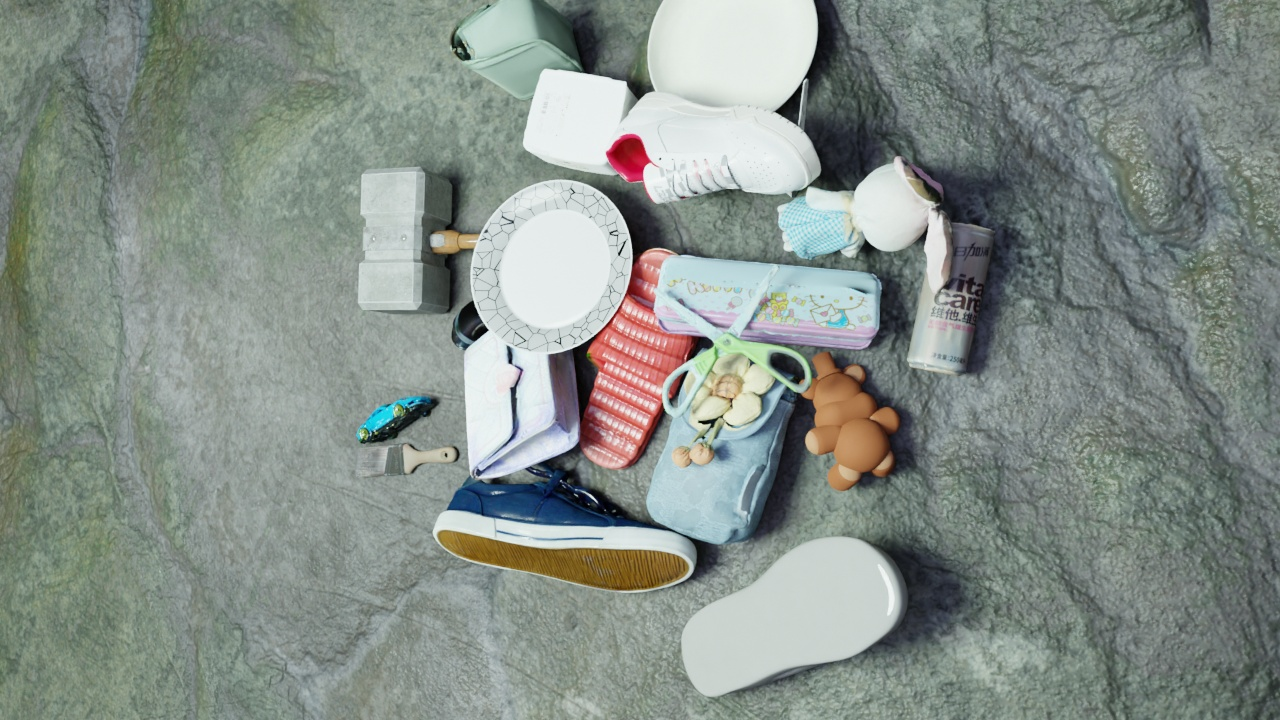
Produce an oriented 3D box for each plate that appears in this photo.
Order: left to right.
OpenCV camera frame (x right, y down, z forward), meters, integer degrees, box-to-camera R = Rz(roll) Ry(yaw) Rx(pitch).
[{"bbox_3d":[-0.095,-0.099,0.980,0.189,0.016,0.188,-4,80,20],"label":"plate"},{"bbox_3d":[0.097,-0.326,0.951,0.183,0.034,0.182,-1,88,24],"label":"plate"}]

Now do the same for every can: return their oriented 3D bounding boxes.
[{"bbox_3d":[0.286,-0.056,0.847,0.054,0.054,0.135,13,94,24],"label":"can"}]

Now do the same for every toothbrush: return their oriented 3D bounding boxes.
[{"bbox_3d":[0.145,-0.205,0.854,0.010,0.182,0.010,-42,70,-11],"label":"toothbrush"}]

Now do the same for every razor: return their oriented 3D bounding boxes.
[{"bbox_3d":[-0.149,-0.050,1.048,0.141,0.064,0.052,-16,46,13],"label":"razor"}]

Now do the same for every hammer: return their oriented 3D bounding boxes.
[{"bbox_3d":[-0.164,-0.137,1.048,0.318,0.082,0.162,1,89,17],"label":"hammer"}]

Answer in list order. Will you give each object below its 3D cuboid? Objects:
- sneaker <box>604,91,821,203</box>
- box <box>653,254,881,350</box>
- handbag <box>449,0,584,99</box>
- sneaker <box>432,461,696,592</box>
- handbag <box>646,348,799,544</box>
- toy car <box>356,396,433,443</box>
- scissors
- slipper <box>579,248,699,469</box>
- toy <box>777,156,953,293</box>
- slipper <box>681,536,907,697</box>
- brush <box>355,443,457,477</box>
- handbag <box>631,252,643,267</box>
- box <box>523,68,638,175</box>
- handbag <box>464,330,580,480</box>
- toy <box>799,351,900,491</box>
[{"bbox_3d":[0.057,-0.189,0.894,0.237,0.090,0.104,27,69,39],"label":"sneaker"},{"bbox_3d":[0.123,-0.057,0.891,0.214,0.065,0.078,6,77,7],"label":"box"},{"bbox_3d":[-0.132,-0.343,1.006,0.106,0.121,0.067,-17,81,23],"label":"handbag"},{"bbox_3d":[-0.074,0.164,0.994,0.295,0.121,0.127,6,51,20],"label":"sneaker"},{"bbox_3d":[0.076,0.083,0.903,0.122,0.118,0.192,20,89,21],"label":"handbag"},{"bbox_3d":[-0.298,0.068,1.109,0.105,0.048,0.032,-31,73,22],"label":"toy car"},{"bbox_3d":[0.081,-0.017,0.851,0.171,0.021,0.172,33,95,10],"label":"scissors"},{"bbox_3d":[-0.006,0.006,0.960,0.103,0.059,0.249,22,105,14],"label":"slipper"},{"bbox_3d":[0.214,-0.134,0.864,0.206,0.105,0.131,2,122,53],"label":"toy"},{"bbox_3d":[0.155,0.255,0.894,0.267,0.080,0.112,-39,52,33],"label":"slipper"},{"bbox_3d":[-0.288,0.120,1.122,0.151,0.012,0.039,-6,85,24],"label":"brush"},{"bbox_3d":[0.012,-0.056,0.989,0.055,0.029,0.119,-14,88,21],"label":"handbag"},{"bbox_3d":[-0.059,-0.262,1.020,0.107,0.091,0.102,15,90,16],"label":"box"},{"bbox_3d":[-0.138,0.037,0.992,0.127,0.069,0.158,-24,52,19],"label":"handbag"},{"bbox_3d":[0.196,0.055,0.885,0.095,0.065,0.127,-16,67,-9],"label":"toy"}]
